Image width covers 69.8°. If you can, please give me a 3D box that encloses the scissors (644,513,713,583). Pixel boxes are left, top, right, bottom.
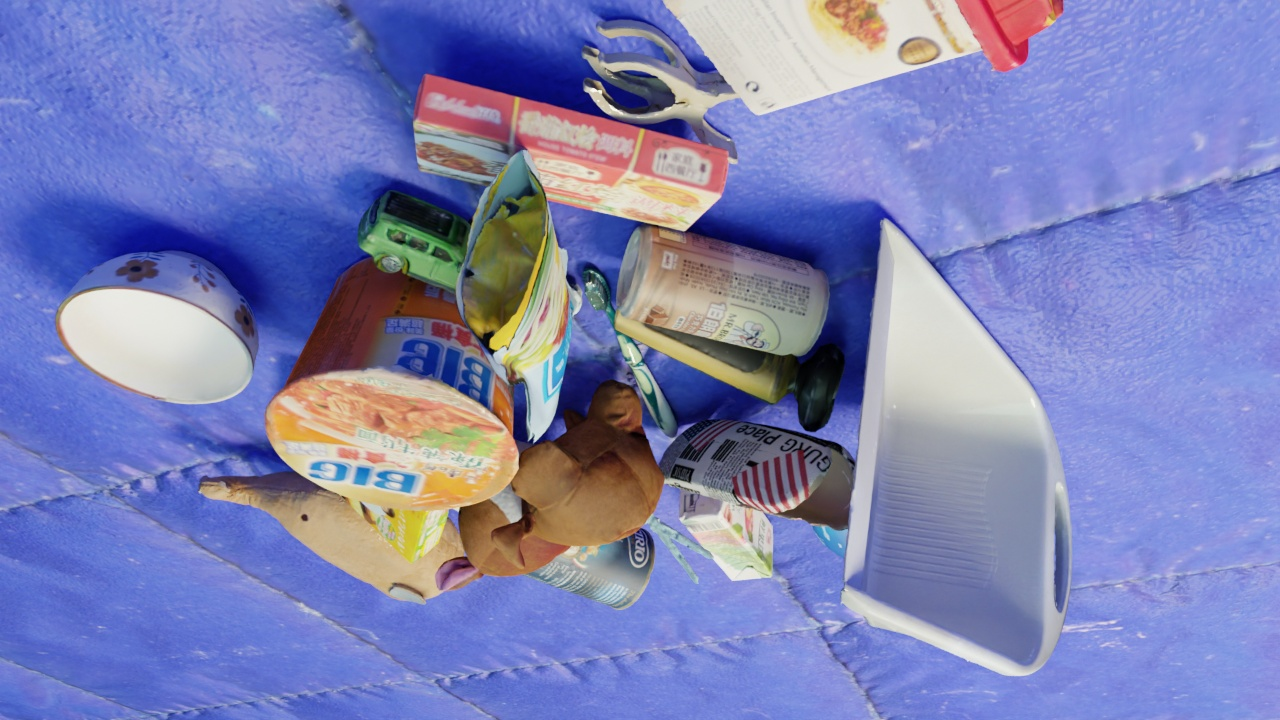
[{"bbox_3d":[0.003,0.131,0.750,0.134,0.017,0.113,54,141,0],"label":"scissors"}]

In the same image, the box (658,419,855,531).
[{"bbox_3d":[0.073,0.078,0.639,0.087,0.076,0.163,-6,-173,-30],"label":"box"}]

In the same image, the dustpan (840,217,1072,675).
[{"bbox_3d":[0.211,0.076,0.566,0.143,0.222,0.258,5,154,17],"label":"dustpan"}]

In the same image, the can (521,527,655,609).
[{"bbox_3d":[-0.053,0.164,0.798,0.111,0.075,0.076,27,136,-27],"label":"can"}]

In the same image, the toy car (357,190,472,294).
[{"bbox_3d":[-0.118,-0.066,0.536,0.091,0.043,0.036,24,136,-25],"label":"toy car"}]

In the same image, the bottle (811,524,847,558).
[{"bbox_3d":[0.192,0.142,0.762,0.065,0.065,0.218,-27,133,32],"label":"bottle"}]

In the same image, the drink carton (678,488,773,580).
[{"bbox_3d":[0.073,0.137,0.775,0.046,0.053,0.122,-12,139,23],"label":"drink carton"}]

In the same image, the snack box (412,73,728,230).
[{"bbox_3d":[-0.038,-0.103,0.473,0.153,0.025,0.075,12,172,-11],"label":"snack box"}]

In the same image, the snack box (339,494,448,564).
[{"bbox_3d":[-0.200,0.077,0.673,0.140,0.033,0.087,39,140,10],"label":"snack box"}]

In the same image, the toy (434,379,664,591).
[{"bbox_3d":[-0.077,0.097,0.672,0.130,0.139,0.200,50,138,3],"label":"toy"}]

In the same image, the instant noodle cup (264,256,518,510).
[{"bbox_3d":[-0.145,0.010,0.580,0.151,0.111,0.152,2,142,1],"label":"instant noodle cup"}]

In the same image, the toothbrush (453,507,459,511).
[{"bbox_3d":[-0.167,0.123,0.799,0.020,0.029,0.189,-50,128,-4],"label":"toothbrush"}]

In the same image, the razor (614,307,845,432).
[{"bbox_3d":[0.060,-0.007,0.596,0.167,0.062,0.068,22,170,-15],"label":"razor"}]

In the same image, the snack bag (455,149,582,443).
[{"bbox_3d":[-0.057,-0.024,0.497,0.039,0.110,0.191,1,164,3],"label":"snack bag"}]

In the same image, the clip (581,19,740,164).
[{"bbox_3d":[0.020,-0.133,0.453,0.100,0.034,0.072,17,139,-25],"label":"clip"}]

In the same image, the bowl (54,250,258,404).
[{"bbox_3d":[-0.296,-0.029,0.579,0.113,0.062,0.114,1,143,1],"label":"bowl"}]

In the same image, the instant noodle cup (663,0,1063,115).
[{"bbox_3d":[0.083,-0.165,0.355,0.124,0.116,0.116,-14,140,39],"label":"instant noodle cup"}]

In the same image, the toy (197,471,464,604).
[{"bbox_3d":[-0.247,0.134,0.767,0.144,0.082,0.226,-19,136,34],"label":"toy"}]

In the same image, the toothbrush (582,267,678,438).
[{"bbox_3d":[-0.004,0.004,0.638,0.016,0.018,0.192,-10,140,15],"label":"toothbrush"}]

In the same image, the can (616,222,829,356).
[{"bbox_3d":[0.048,-0.041,0.545,0.116,0.058,0.059,13,141,-12],"label":"can"}]
